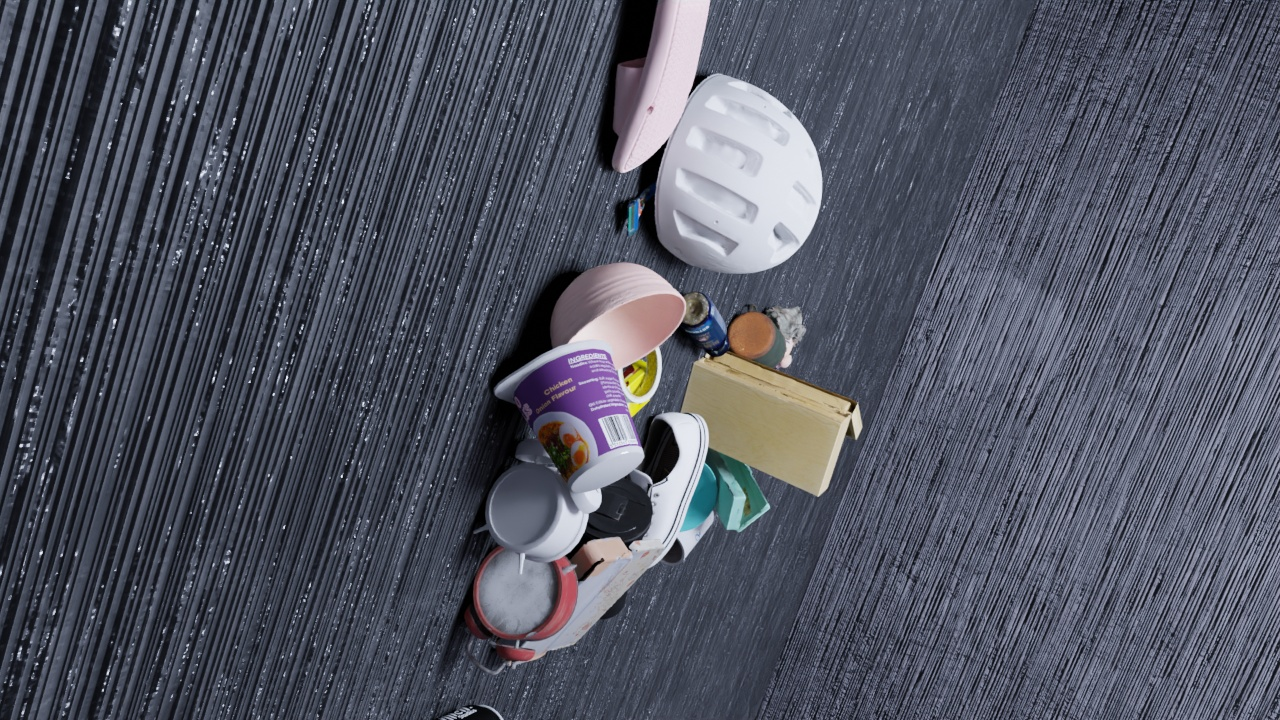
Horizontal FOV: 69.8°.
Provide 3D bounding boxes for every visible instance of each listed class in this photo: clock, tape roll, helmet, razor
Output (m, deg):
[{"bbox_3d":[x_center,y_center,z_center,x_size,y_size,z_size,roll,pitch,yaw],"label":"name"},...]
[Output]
[{"bbox_3d":[-0.139,0.281,1.048,0.156,0.110,0.062,-58,155,-6],"label":"clock"},{"bbox_3d":[-0.007,0.007,1.155,0.093,0.019,0.094,-4,94,-54],"label":"tape roll"},{"bbox_3d":[-0.102,0.148,1.002,0.159,0.120,0.061,-55,150,-2],"label":"clock"},{"bbox_3d":[0.115,-0.223,1.129,0.282,0.184,0.224,32,76,-51],"label":"helmet"},{"bbox_3d":[0.017,-0.197,1.067,0.140,0.018,0.044,-52,155,-40],"label":"razor"}]

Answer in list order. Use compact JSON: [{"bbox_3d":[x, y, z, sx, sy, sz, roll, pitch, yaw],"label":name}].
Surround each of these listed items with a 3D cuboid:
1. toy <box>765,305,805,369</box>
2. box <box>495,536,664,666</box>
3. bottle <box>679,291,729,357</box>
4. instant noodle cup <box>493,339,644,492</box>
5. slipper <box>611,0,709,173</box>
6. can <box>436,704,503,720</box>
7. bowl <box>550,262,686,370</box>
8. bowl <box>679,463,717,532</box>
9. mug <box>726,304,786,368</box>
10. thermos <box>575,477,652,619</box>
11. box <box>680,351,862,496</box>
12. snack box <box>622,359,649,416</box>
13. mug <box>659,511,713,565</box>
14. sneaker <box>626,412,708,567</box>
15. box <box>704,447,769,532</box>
[{"bbox_3d":[0.236,-0.021,1.627,0.176,0.076,0.132,-59,156,0],"label":"toy"},{"bbox_3d":[-0.074,0.303,1.166,0.217,0.043,0.150,-50,154,21],"label":"box"},{"bbox_3d":[0.093,-0.047,1.313,0.056,0.056,0.161,-64,157,-9],"label":"bottle"},{"bbox_3d":[-0.065,0.065,0.939,0.136,0.121,0.122,-14,154,-31],"label":"instant noodle cup"},{"bbox_3d":[0.018,-0.296,0.934,0.106,0.056,0.222,-35,150,-54],"label":"slipper"},{"bbox_3d":[-0.221,0.453,1.059,0.145,0.080,0.080,8,103,-66],"label":"can"},{"bbox_3d":[-0.035,-0.053,0.982,0.153,0.076,0.153,-24,157,-11],"label":"bowl"},{"bbox_3d":[0.056,0.204,1.440,0.121,0.121,0.046,-68,-164,0],"label":"bowl"},{"bbox_3d":[0.187,-0.044,1.501,0.081,0.085,0.111,38,45,-64],"label":"mug"},{"bbox_3d":[-0.046,0.261,1.246,0.105,0.106,0.219,-44,153,-42],"label":"thermos"},{"bbox_3d":[0.202,0.075,1.416,0.184,0.249,0.142,-44,148,-42],"label":"box"},{"bbox_3d":[-0.033,0.059,1.177,0.148,0.026,0.061,-41,145,-46],"label":"snack box"},{"bbox_3d":[0.052,0.279,1.503,0.096,0.083,0.120,-43,174,-44],"label":"mug"},{"bbox_3d":[0.014,0.187,1.333,0.097,0.091,0.245,16,101,-47],"label":"sneaker"},{"bbox_3d":[0.148,0.193,1.481,0.079,0.188,0.077,1,118,-18],"label":"box"}]
